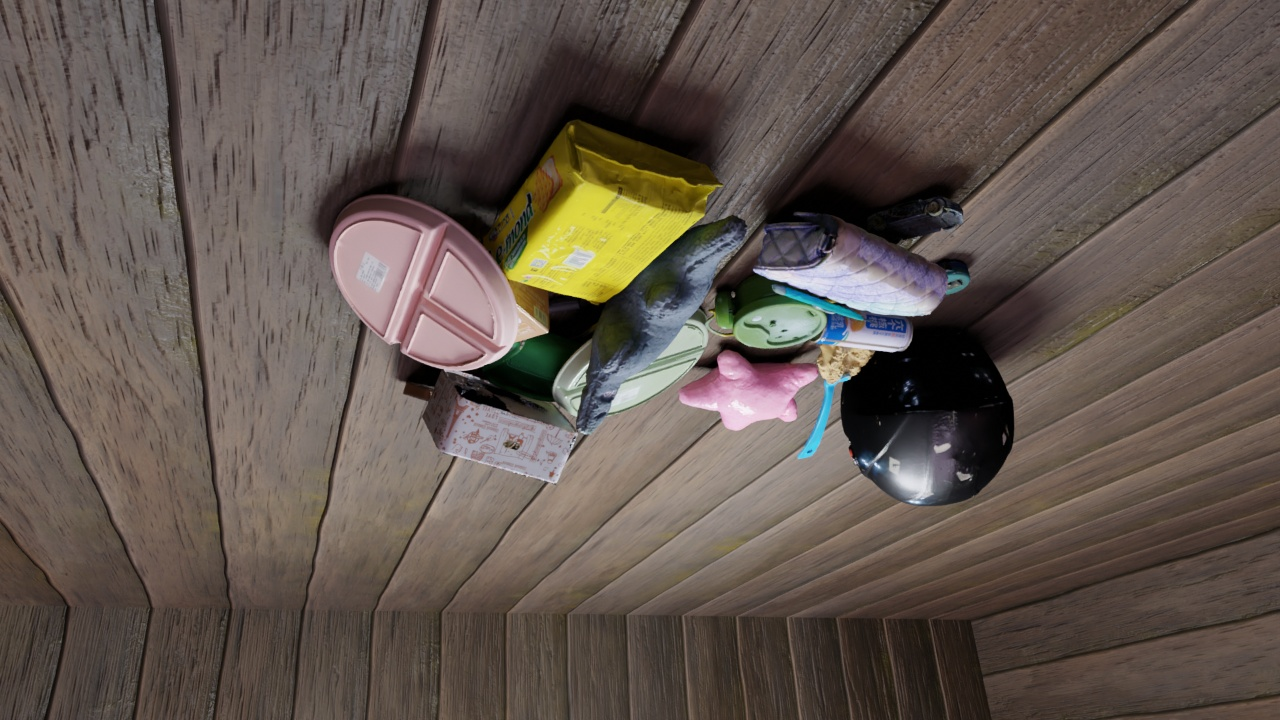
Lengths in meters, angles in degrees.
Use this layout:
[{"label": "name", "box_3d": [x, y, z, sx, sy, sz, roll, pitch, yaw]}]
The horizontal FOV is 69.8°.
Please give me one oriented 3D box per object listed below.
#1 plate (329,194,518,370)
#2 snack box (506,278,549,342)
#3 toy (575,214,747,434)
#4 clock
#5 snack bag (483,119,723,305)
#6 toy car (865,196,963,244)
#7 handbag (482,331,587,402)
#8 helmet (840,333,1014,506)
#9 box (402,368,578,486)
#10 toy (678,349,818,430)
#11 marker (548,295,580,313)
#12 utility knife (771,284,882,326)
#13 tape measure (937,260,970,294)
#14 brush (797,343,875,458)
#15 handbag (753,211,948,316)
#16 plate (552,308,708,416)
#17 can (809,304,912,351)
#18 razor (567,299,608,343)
[{"label": "plate", "box_3d": [-0.238, -0.074, 0.987, 0.230, 0.028, 0.230, 17, 138, 16]}, {"label": "snack box", "box_3d": [-0.170, -0.072, 1.070, 0.094, 0.077, 0.093, -15, 152, 20]}, {"label": "toy", "box_3d": [0.013, -0.054, 1.030, 0.091, 0.137, 0.357, 25, 128, -15]}, {"label": "clock", "box_3d": [0.158, -0.060, 1.159, 0.162, 0.056, 0.116, -19, 149, 29]}, {"label": "snack bag", "box_3d": [-0.050, -0.133, 0.925, 0.158, 0.068, 0.247, 13, 149, -28]}, {"label": "toy car", "box_3d": [0.301, -0.156, 1.008, 0.106, 0.031, 0.049, -10, 157, 36]}, {"label": "handbag", "box_3d": [-0.135, -0.002, 1.206, 0.131, 0.067, 0.120, 19, 152, -22]}, {"label": "helmet", "box_3d": [0.416, 0.098, 1.322, 0.233, 0.229, 0.275, -6, 115, 5]}, {"label": "box", "box_3d": [-0.214, 0.070, 1.269, 0.178, 0.088, 0.262, 20, -173, -27]}, {"label": "toy", "box_3d": [0.151, 0.052, 1.359, 0.194, 0.074, 0.179, 7, 138, -13]}, {"label": "marker", "box_3d": [-0.141, -0.065, 1.153, 0.132, 0.020, 0.022, -7, 164, 7]}, {"label": "utility knife", "box_3d": [0.225, -0.063, 1.092, 0.192, 0.029, 0.013, 14, 105, -32]}, {"label": "tape measure", "box_3d": [0.380, -0.101, 1.139, 0.055, 0.025, 0.058, -23, 149, 36]}, {"label": "brush", "box_3d": [0.272, 0.054, 1.327, 0.083, 0.046, 0.255, -10, 133, -24]}, {"label": "handbag", "box_3d": [0.231, -0.107, 1.023, 0.193, 0.075, 0.134, 15, 178, -35]}, {"label": "plate", "box_3d": [-0.007, 0.007, 1.211, 0.230, 0.027, 0.231, -23, 154, -12]}, {"label": "can", "box_3d": [0.290, -0.043, 1.213, 0.134, 0.053, 0.053, 6, 152, -19]}, {"label": "razor", "box_3d": [-0.063, -0.042, 1.208, 0.042, 0.022, 0.143, 19, 146, -34]}]
